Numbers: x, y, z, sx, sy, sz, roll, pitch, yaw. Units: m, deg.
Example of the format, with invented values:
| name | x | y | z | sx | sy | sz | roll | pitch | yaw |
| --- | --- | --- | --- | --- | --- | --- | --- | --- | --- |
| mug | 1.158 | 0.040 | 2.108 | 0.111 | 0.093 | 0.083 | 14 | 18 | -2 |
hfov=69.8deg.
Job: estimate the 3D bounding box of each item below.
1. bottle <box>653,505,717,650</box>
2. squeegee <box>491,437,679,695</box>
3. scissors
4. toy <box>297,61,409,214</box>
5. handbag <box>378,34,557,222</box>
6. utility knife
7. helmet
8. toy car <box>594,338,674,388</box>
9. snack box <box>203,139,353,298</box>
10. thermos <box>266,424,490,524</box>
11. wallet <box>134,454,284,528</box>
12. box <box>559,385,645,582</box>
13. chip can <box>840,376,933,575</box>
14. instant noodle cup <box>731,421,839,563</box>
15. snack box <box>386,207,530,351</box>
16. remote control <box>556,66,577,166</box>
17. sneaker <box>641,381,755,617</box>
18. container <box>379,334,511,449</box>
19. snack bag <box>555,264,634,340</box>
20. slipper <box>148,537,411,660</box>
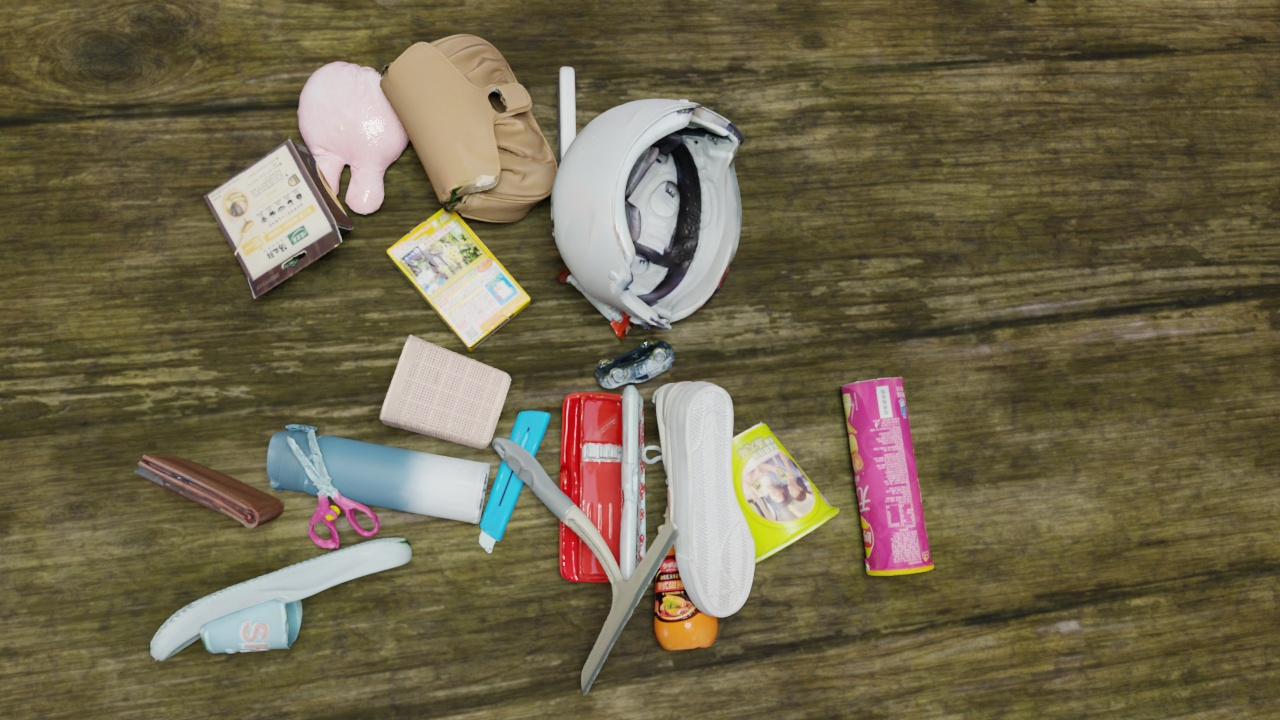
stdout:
| name | x | y | z | sx | sy | sz | roll | pitch | yaw |
| --- | --- | --- | --- | --- | --- | --- | --- | --- | --- |
| bottle | 0.043 | 0.226 | 0.966 | 0.066 | 0.067 | 0.149 | -3 | 74 | -9 |
| squeegee | -0.071 | 0.160 | 0.913 | 0.039 | 0.247 | 0.246 | -12 | 48 | -42 |
| scissors | -0.297 | 0.124 | 0.892 | 0.083 | 0.017 | 0.138 | -4 | 113 | 2 |
| toy | -0.313 | -0.240 | 0.991 | 0.121 | 0.054 | 0.159 | 12 | 88 | -6 |
| handbag | -0.176 | -0.249 | 0.974 | 0.147 | 0.100 | 0.204 | -25 | 85 | -43 |
| utility knife | -0.138 | 0.126 | 0.974 | 0.034 | 0.018 | 0.159 | 20 | 79 | -5 |
| helmet | -0.003 | -0.156 | 0.951 | 0.146 | 0.258 | 0.229 | 20 | 91 | 25 |
| toy car | -0.006 | 0.006 | 1.004 | 0.090 | 0.043 | 0.034 | -24 | 119 | -16 |
| snack box | -0.371 | -0.144 | 0.950 | 0.113 | 0.053 | 0.125 | -30 | 87 | 8 |
| thermos | -0.265 | 0.115 | 0.933 | 0.220 | 0.070 | 0.070 | 12 | 79 | -7 |
| wallet | -0.415 | 0.127 | 0.889 | 0.124 | 0.101 | 0.032 | 26 | 79 | -4 |
| box | -0.035 | 0.128 | 0.947 | 0.095 | 0.102 | 0.201 | 2 | 80 | -9 |
| chip can | 0.270 | 0.126 | 1.010 | 0.071 | 0.071 | 0.210 | -5 | 81 | -10 |
| instant noodle cup | 0.131 | 0.136 | 0.974 | 0.111 | 0.112 | 0.123 | -28 | 78 | -12 |
| snack box | -0.196 | -0.089 | 0.994 | 0.086 | 0.034 | 0.140 | -41 | 90 | -13 |
| remote control | -0.082 | -0.257 | 1.028 | 0.020 | 0.056 | 0.136 | 0 | 80 | -10 |
| sneaker | 0.051 | 0.138 | 0.923 | 0.089 | 0.091 | 0.242 | -13 | 101 | -32 |
| container | -0.198 | 0.038 | 0.945 | 0.111 | 0.090 | 0.090 | 19 | 78 | -8 |
| snack bag | -0.043 | -0.073 | 1.018 | 0.104 | 0.026 | 0.048 | 41 | 71 | 0 |
| slipper | -0.338 | 0.236 | 0.886 | 0.245 | 0.104 | 0.074 | -19 | 86 | -18 |
